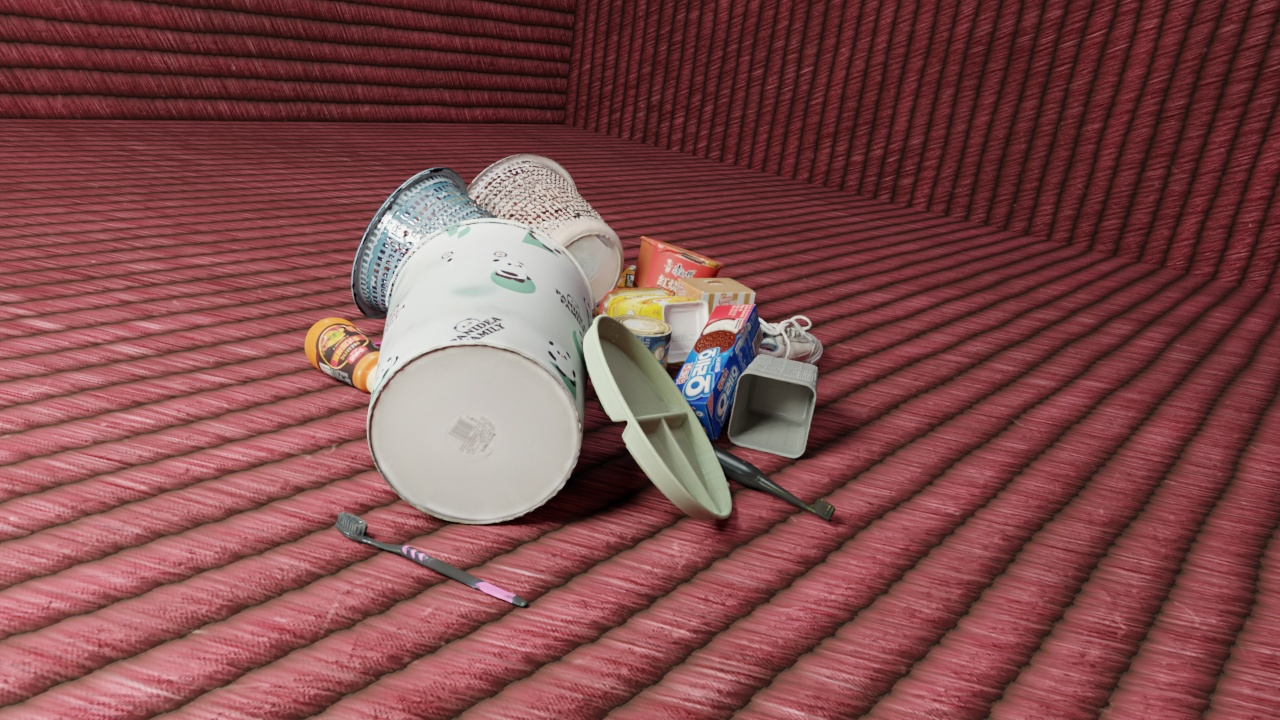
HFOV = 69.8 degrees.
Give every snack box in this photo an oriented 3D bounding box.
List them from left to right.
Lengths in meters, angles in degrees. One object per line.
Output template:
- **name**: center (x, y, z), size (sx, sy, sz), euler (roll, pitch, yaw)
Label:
- **snack box**: center (0.000, -0.133, 1.600), size (0.075, 0.026, 0.153), euler (11, 20, 8)
- **snack box**: center (0.106, -0.068, 1.366), size (0.092, 0.094, 0.077), euler (-3, 22, -26)
- **snack box**: center (0.091, 0.010, 1.096), size (0.058, 0.057, 0.206), euler (0, 36, 26)

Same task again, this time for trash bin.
- **trash bin**: center (-0.229, -0.108, 1.206), size (0.195, 0.227, 0.226), euler (32, 26, 14)
- **trash bin**: center (-0.149, 0.011, 0.890), size (0.229, 0.230, 0.251), euler (5, 26, -8)
- **trash bin**: center (-0.136, -0.167, 1.357), size (0.227, 0.228, 0.192), euler (-9, 35, -39)

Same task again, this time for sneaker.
- **sneaker**: center (0.188, -0.025, 1.287), size (0.089, 0.091, 0.241), euler (21, 23, 29)

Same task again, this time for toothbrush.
- **toothbrush**: center (-0.173, 0.162, 0.748), size (0.189, 0.018, 0.014), euler (17, 20, 20)
- **toothbrush**: center (0.111, 0.118, 0.961), size (0.213, 0.027, 0.026), euler (24, -5, 38)

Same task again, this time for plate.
- **plate**: center (0.016, 0.057, 0.884), size (0.027, 0.230, 0.230), euler (-34, 17, 12)

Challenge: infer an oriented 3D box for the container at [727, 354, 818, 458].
- **container**: center (0.161, 0.048, 1.084), size (0.090, 0.090, 0.114), euler (13, 18, 11)

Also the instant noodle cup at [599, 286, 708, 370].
- **instant noodle cup**: center (0.022, -0.037, 1.185), size (0.116, 0.116, 0.124), euler (-7, 6, -36)

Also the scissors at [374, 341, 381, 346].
- **scissors**: center (-0.277, 0.002, 1.145), size (0.133, 0.017, 0.135), euler (27, 26, 32)

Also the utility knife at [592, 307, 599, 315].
- **utility knife**: center (-0.093, -0.076, 1.425), size (0.230, 0.015, 0.033), euler (2, 15, -21)

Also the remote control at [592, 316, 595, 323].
- **remote control**: center (-0.076, -0.032, 1.303), size (0.058, 0.021, 0.150), euler (2, 21, -12)

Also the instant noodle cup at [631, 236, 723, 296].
- **instant noodle cup**: center (0.048, -0.123, 1.439), size (0.138, 0.109, 0.138), euler (19, 9, -3)

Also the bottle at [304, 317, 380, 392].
- **bottle**: center (-0.324, 0.004, 1.063), size (0.149, 0.067, 0.066), euler (29, 28, 29)

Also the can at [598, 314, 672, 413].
- **can**: center (-0.006, 0.006, 1.094), size (0.075, 0.111, 0.075), euler (7, 20, -3)
